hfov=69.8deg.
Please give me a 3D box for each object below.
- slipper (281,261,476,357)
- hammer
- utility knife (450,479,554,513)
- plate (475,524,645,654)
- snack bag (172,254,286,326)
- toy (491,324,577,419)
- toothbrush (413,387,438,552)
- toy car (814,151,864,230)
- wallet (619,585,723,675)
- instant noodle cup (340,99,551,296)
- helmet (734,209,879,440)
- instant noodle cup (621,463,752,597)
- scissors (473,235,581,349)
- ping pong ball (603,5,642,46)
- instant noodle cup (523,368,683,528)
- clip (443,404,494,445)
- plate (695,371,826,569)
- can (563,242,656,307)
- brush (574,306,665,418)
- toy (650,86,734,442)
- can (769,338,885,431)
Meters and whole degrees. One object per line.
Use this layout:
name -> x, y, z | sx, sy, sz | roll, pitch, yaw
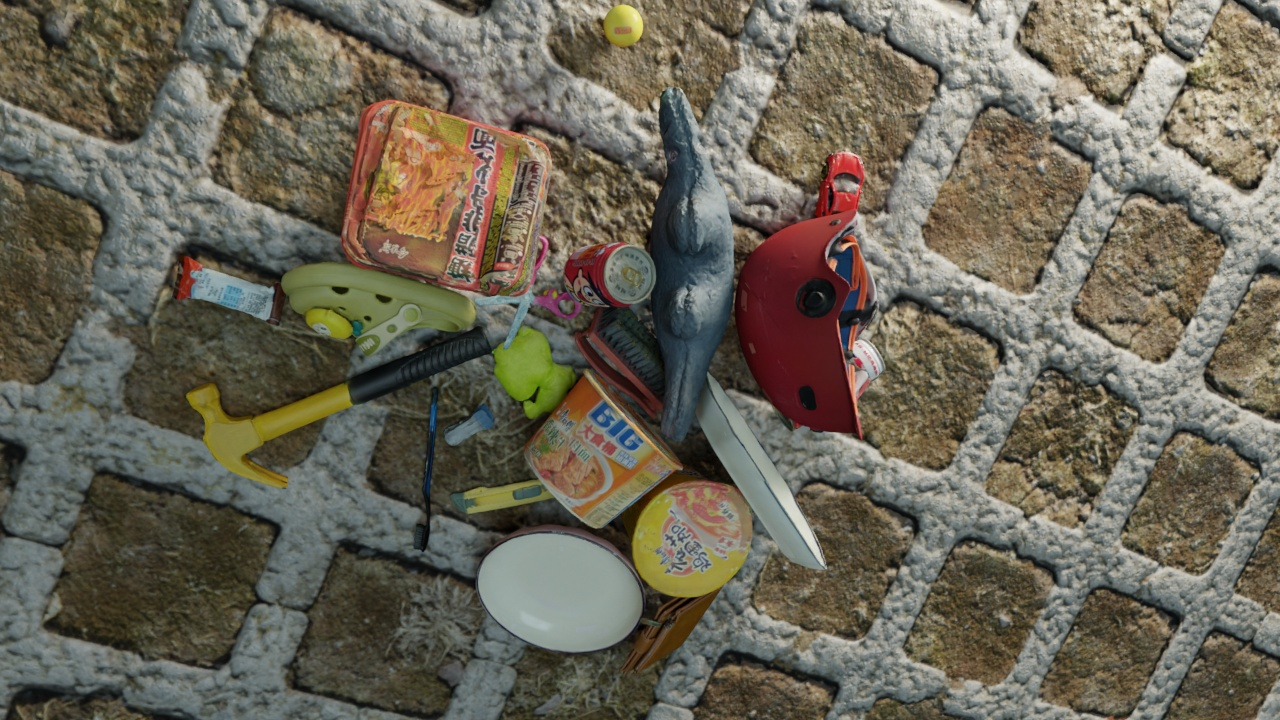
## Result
slipper -> -0.258, -0.044, 0.909 | 0.190, 0.092, 0.081 | 10, 75, -23
hammer -> -0.300, 0.034, 0.954 | 0.300, 0.033, 0.129 | -23, 109, -9
utility knife -> -0.119, 0.145, 1.044 | 0.190, 0.020, 0.031 | -11, 111, -18
plate -> -0.088, 0.252, 1.033 | 0.192, 0.039, 0.193 | 4, 123, 6
snack bag -> -0.404, -0.068, 0.903 | 0.104, 0.026, 0.048 | 14, 105, -19
toy -> -0.117, 0.015, 1.000 | 0.100, 0.031, 0.097 | 19, 96, -22
toothbrush -> -0.234, 0.121, 1.004 | 0.016, 0.014, 0.189 | 8, 101, 7
toy car -> 0.228, -0.185, 1.048 | 0.049, 0.031, 0.106 | 6, 100, -18
wallet -> 0.034, 0.310, 1.060 | 0.118, 0.035, 0.131 | -15, 142, -43
instant noodle cup -> -0.192, -0.153, 0.901 | 0.188, 0.079, 0.164 | 12, 85, -19
helmet -> 0.172, -0.033, 0.983 | 0.144, 0.207, 0.239 | -2, 64, 20
instant noodle cup -> 0.044, 0.183, 1.045 | 0.138, 0.110, 0.138 | -3, 104, -14
scissors -> -0.117, -0.075, 0.966 | 0.133, 0.017, 0.130 | -8, 95, -38
ping pong ball -> -0.018, -0.341, 0.936 | 0.040, 0.040, 0.040 | -4, 104, -15
instant noodle cup -> -0.045, 0.099, 0.982 | 0.111, 0.151, 0.151 | -44, 110, 2
clip -> -0.189, 0.072, 1.001 | 0.058, 0.043, 0.027 | -28, 112, 1
plate -> 0.130, 0.129, 1.034 | 0.034, 0.162, 0.266 | -31, 112, 9
can -> -0.032, -0.089, 0.958 | 0.066, 0.094, 0.066 | -2, 95, -30
brush -> -0.006, 0.006, 1.018 | 0.069, 0.063, 0.146 | -32, 115, 26
toy -> 0.049, -0.099, 0.964 | 0.091, 0.137, 0.356 | 1, 98, 18
can -> 0.220, 0.028, 1.085 | 0.132, 0.053, 0.053 | -31, 109, -6
